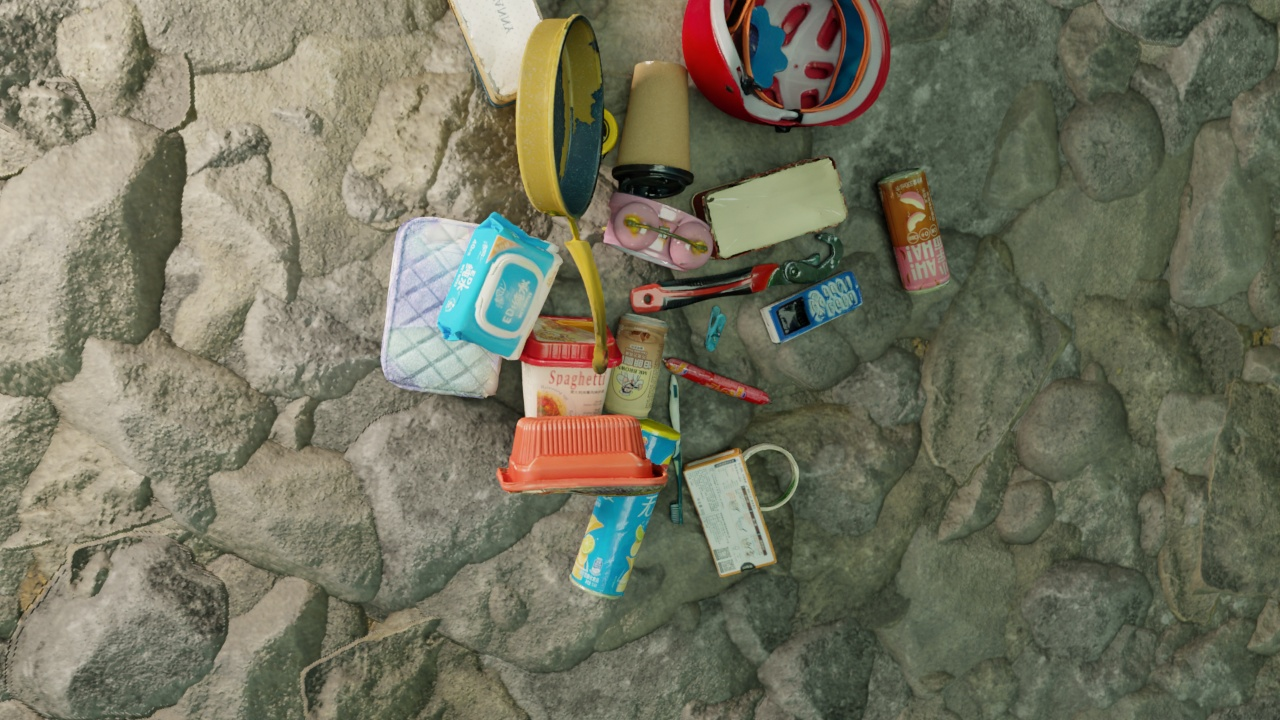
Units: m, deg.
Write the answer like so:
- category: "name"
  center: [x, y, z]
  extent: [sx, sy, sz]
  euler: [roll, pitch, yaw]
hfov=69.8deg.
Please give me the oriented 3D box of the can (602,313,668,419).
- category: "can"
  center: [-0.006, 0.006, 1.077]
  extent: [0.058, 0.058, 0.116]
  euler: [10, 97, -14]

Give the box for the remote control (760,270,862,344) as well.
- category: "remote control"
  center: [0.212, -0.067, 1.132]
  extent: [0.125, 0.024, 0.049]
  euler: [-25, 103, -9]

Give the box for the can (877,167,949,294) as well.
- category: "can"
  center: [0.336, -0.158, 1.127]
  extent: [0.058, 0.058, 0.147]
  euler: [-20, 103, -9]

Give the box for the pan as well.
- category: "pan"
  center: [-0.064, -0.164, 0.937]
  extent: [0.078, 0.197, 0.357]
  euler: [5, 100, 11]

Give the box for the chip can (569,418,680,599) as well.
- category: "chip can"
  center: [-0.019, 0.174, 1.096]
  extent: [0.071, 0.071, 0.210]
  euler: [18, 95, -15]

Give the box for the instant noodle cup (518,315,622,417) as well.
- category: "instant noodle cup"
  center: [-0.087, 0.023, 1.042]
  extent: [0.116, 0.116, 0.124]
  euler: [2, 111, -13]

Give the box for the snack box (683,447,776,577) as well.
- category: "snack box"
  center: [0.111, 0.190, 1.141]
  extent: [0.075, 0.026, 0.154]
  euler: [-17, 103, 8]

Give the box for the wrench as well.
- category: "wrench"
  center: [0.120, -0.099, 1.110]
  extent: [0.273, 0.016, 0.056]
  euler: [-15, 102, -10]

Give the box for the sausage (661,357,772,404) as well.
- category: "sausage"
  center: [0.094, 0.026, 1.124]
  extent: [0.155, 0.020, 0.020]
  euler: [20, 94, -15]

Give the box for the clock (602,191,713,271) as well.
- category: "clock"
  center: [0.018, -0.139, 1.008]
  extent: [0.117, 0.158, 0.060]
  euler: [19, 92, -14]

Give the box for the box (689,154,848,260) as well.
- category: "box"
  center: [0.153, -0.177, 1.074]
  extent: [0.168, 0.076, 0.091]
  euler: [-18, 102, -9]

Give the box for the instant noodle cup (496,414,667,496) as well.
- category: "instant noodle cup"
  center: [-0.066, 0.097, 0.954]
  extent: [0.164, 0.189, 0.079]
  euler: [-1, 87, -12]

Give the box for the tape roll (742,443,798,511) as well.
- category: "tape roll"
  center: [0.158, 0.147, 1.161]
  extent: [0.085, 0.014, 0.086]
  euler: [-2, 100, -12]

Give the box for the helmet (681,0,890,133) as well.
- category: "helmet"
  center: [0.146, -0.353, 1.012]
  extent: [0.239, 0.144, 0.207]
  euler: [15, 89, -34]

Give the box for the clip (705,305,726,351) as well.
- category: "clip"
  center: [0.090, -0.036, 1.111]
  extent: [0.013, 0.033, 0.054]
  euler: [8, 111, -11]

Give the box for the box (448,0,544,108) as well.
- category: "box"
  center: [-0.149, -0.361, 0.987]
  extent: [0.089, 0.060, 0.184]
  euler: [-22, 105, -8]

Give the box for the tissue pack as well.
- category: "tissue pack"
  center: [-0.146, -0.074, 0.961]
  extent: [0.090, 0.063, 0.140]
  euler: [25, 87, -36]

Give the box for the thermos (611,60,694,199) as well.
- category: "thermos"
  center: [0.017, -0.255, 1.029]
  extent: [0.093, 0.093, 0.143]
  euler: [4, 90, -13]

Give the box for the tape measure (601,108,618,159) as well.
- category: "tape measure"
  center: [-0.053, -0.258, 1.036]
  extent: [0.057, 0.029, 0.060]
  euler: [1, 100, 4]

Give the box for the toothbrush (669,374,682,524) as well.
- category: "toothbrush"
  center: [0.041, 0.111, 1.129]
  extent: [0.018, 0.016, 0.192]
  euler: [-3, 100, -1]

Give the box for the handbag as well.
- category: "handbag"
  center: [-0.211, -0.061, 1.014]
  extent: [0.134, 0.075, 0.194]
  euler: [8, 99, -19]
